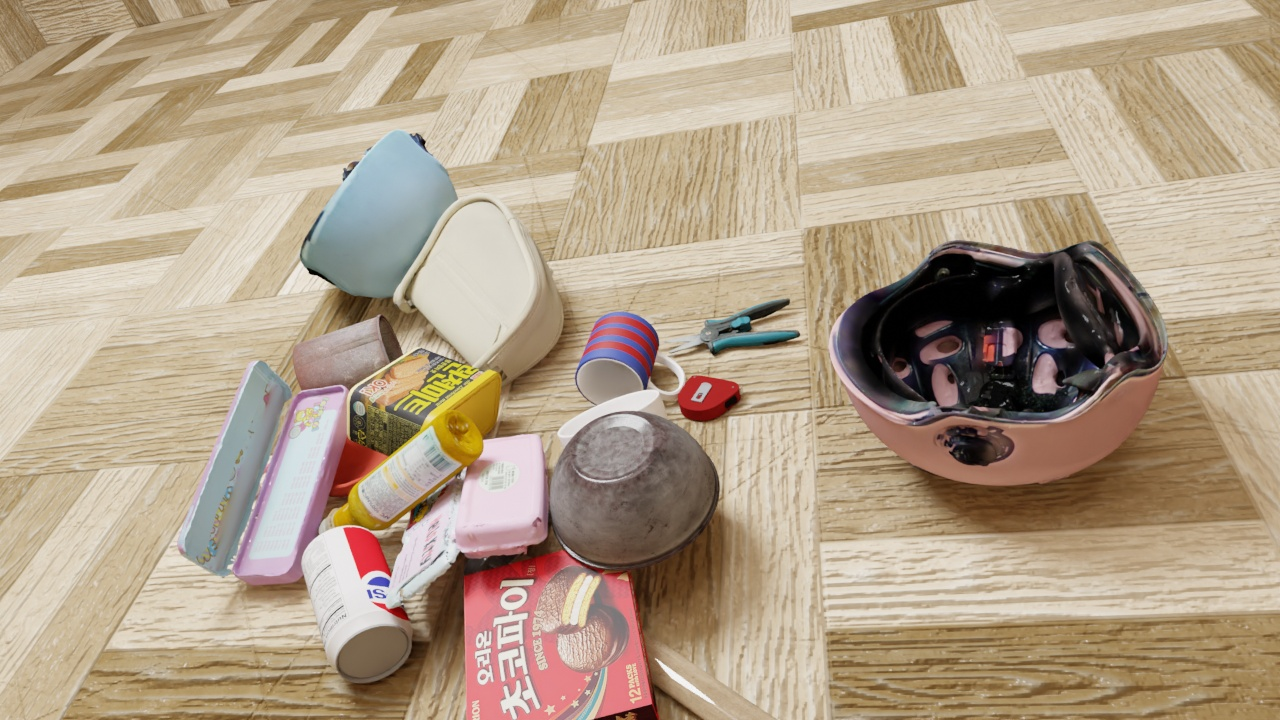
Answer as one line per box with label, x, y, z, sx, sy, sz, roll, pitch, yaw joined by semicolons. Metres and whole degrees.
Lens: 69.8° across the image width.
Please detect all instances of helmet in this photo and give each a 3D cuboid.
helmet;0.295;0.011;0.778;0.256;0.153;0.229;-9;41;11
helmet;-0.324;-0.180;1.184;0.225;0.167;0.266;-56;7;-3

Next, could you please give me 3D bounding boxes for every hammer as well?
hammer;-0.022;0.220;0.743;0.331;0.031;0.119;25;54;36

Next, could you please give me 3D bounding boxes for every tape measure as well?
tape measure;0.068;0.038;0.933;0.059;0.019;0.051;10;45;30

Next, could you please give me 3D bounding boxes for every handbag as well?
handbag;-0.176;-0.068;1.095;0.184;0.132;0.229;-42;52;-5

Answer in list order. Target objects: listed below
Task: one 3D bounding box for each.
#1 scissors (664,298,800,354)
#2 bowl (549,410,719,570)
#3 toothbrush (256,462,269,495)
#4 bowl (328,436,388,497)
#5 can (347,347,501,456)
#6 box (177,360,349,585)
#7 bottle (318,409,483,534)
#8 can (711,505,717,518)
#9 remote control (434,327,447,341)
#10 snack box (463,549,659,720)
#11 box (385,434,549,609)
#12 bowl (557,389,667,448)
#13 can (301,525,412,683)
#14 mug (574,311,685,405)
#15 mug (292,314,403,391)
scissors;0.108;-0.032;1.008;0.150;0.019;0.121;-39;47;-19
bowl;-0.013;0.092;0.748;0.145;0.067;0.144;-11;41;9
toothbrush;-0.398;0.103;1.023;0.022;0.016;0.134;3;39;22
bowl;-0.301;0.102;0.971;0.122;0.035;0.121;-10;38;8
can;-0.220;0.048;0.939;0.101;0.073;0.130;19;30;17
box;-0.361;0.101;0.892;0.090;0.092;0.213;-8;53;20
bottle;-0.227;0.118;0.855;0.186;0.053;0.053;-38;33;21
can;0.021;0.115;0.816;0.067;0.067;0.076;-33;42;-21
remote control;-0.193;-0.065;1.160;0.135;0.011;0.050;-36;42;-24
snack box;-0.065;0.220;0.705;0.132;0.036;0.151;-15;40;0
box;-0.154;0.129;0.819;0.155;0.059;0.201;-21;17;0
bowl;-0.021;0.072;0.878;0.105;0.054;0.105;-23;9;3
can;-0.246;0.207;0.793;0.070;0.070;0.132;-27;39;-14
mug;-0.006;0.006;0.967;0.112;0.075;0.076;17;43;1
mug;-0.334;0.005;1.074;0.110;0.096;0.123;-14;2;-3
